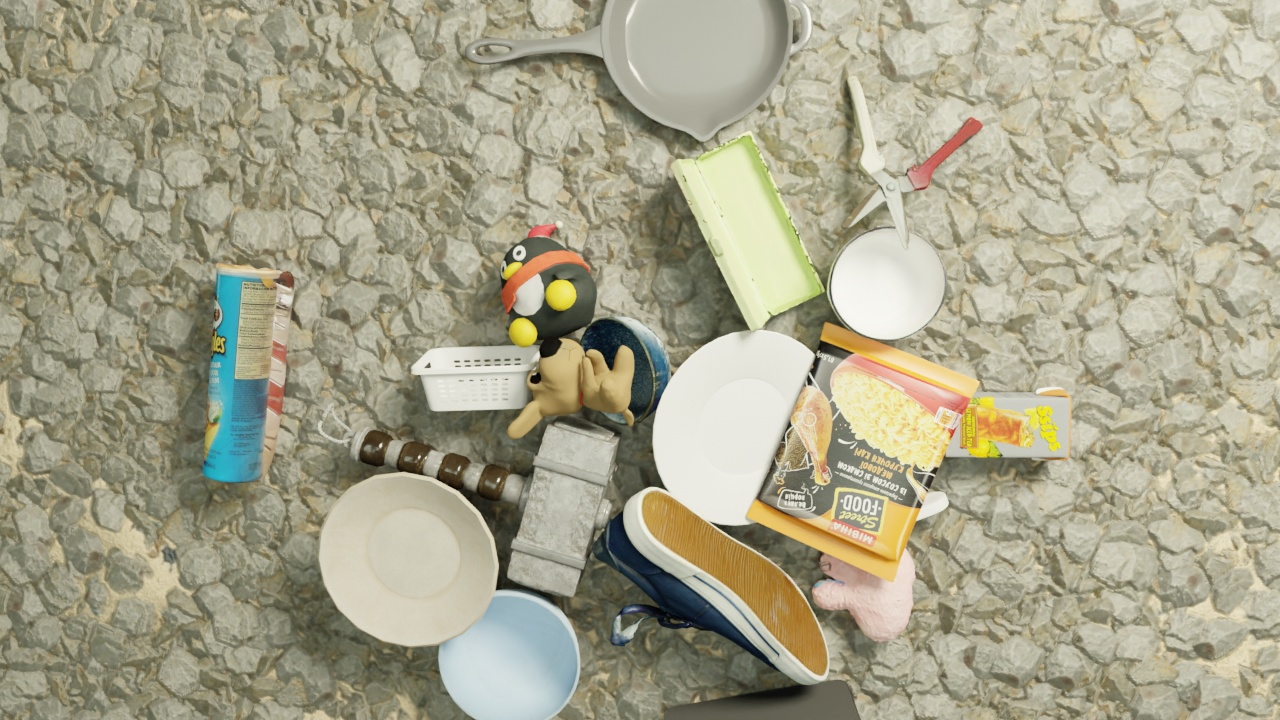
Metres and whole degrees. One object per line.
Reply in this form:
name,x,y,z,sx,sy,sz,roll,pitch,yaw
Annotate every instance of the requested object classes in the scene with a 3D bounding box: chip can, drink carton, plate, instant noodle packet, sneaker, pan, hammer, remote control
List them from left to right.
chip can,-0.422,0.012,0.987,0.080,0.079,0.229,8,97,3
plate,-0.238,0.203,0.946,0.189,0.027,0.189,1,101,5
hammer,-0.190,0.122,0.980,0.326,0.079,0.177,16,97,4
pan,-0.004,-0.330,0.946,0.355,0.024,0.216,-3,96,4
sneaker,0.068,0.258,0.956,0.294,0.120,0.128,38,124,-15
plate,0.109,0.070,0.954,0.208,0.015,0.209,-4,103,-18
instant noodle packet,0.224,0.093,0.935,0.160,0.032,0.221,23,95,15
remote control,0.258,0.169,0.968,0.136,0.043,0.013,-22,94,6
drink carton,0.373,0.065,0.947,0.125,0.048,0.076,0,96,4

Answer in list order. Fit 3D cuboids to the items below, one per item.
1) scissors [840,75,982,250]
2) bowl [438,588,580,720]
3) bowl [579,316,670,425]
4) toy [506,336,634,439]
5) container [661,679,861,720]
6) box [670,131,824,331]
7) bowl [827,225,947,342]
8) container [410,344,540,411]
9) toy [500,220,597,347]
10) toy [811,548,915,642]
scissors,0.250,-0.209,0.918,0.198,0.015,0.179,-36,77,-15
bowl,-0.135,0.312,0.996,0.150,0.074,0.150,0,96,5
bowl,-0.006,0.006,0.955,0.114,0.060,0.114,20,117,44
toy,-0.062,0.023,0.913,0.108,0.133,0.106,7,134,20
container,0.134,0.440,0.945,0.241,0.162,0.130,-11,95,5
box,0.104,-0.130,0.943,0.130,0.064,0.188,-31,96,-36
bowl,0.246,-0.078,0.933,0.116,0.065,0.116,0,96,4
container,-0.168,0.019,0.970,0.129,0.080,0.049,-2,107,4
toy,-0.101,-0.081,0.946,0.098,0.099,0.119,-42,68,25
toy,0.237,0.239,0.976,0.105,0.053,0.108,11,97,14
